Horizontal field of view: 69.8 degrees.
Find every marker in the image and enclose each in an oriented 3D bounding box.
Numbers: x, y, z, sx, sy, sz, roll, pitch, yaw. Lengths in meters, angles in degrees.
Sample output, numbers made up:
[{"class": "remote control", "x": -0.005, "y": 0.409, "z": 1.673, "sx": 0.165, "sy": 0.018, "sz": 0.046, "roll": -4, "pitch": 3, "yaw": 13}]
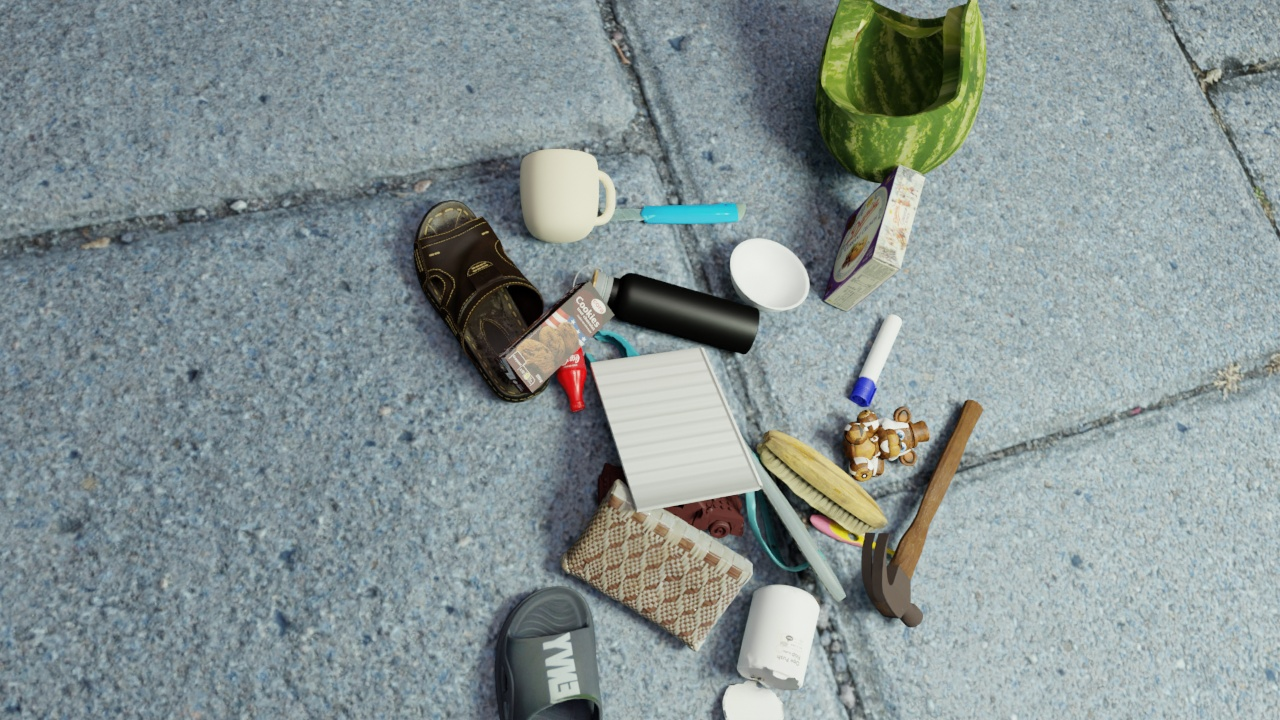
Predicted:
[{"class": "marker", "x": 0.312, "y": -0.001, "z": 1.206, "sx": 0.027, "sy": 0.023, "sz": 0.133, "roll": 40, "pitch": 65, "yaw": -22}]

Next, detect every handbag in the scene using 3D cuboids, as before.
[{"class": "handbag", "x": 0.017, "y": 0.226, "z": 1.013, "sx": 0.186, "sy": 0.047, "sz": 0.124, "roll": 32, "pitch": 109, "yaw": -2}]

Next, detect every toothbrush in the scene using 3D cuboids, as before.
[{"class": "toothbrush", "x": 0.268, "y": 0.219, "z": 1.123, "sx": 0.135, "sy": 0.016, "sz": 0.021, "roll": 24, "pitch": 69, "yaw": -3}]

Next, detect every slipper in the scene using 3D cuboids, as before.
[{"class": "slipper", "x": -0.184, "y": -0.076, "z": 1.077, "sx": 0.112, "sy": 0.076, "sz": 0.267, "roll": -23, "pitch": 78, "yaw": -21}, {"class": "slipper", "x": 0.147, "y": 0.171, "z": 1.080, "sx": 0.055, "sy": 0.098, "sz": 0.268, "roll": -35, "pitch": 71, "yaw": 8}, {"class": "slipper", "x": -0.092, "y": 0.368, "z": 0.943, "sx": 0.110, "sy": 0.083, "sz": 0.267, "roll": 0, "pitch": 72, "yaw": -12}]

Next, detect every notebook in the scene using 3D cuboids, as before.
[{"class": "notebook", "x": 0.037, "y": 0.072, "z": 1.045, "sx": 0.142, "sy": 0.009, "sz": 0.209, "roll": -8, "pitch": 50, "yaw": -14}]

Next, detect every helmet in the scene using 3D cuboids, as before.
[{"class": "helmet", "x": 0.343, "y": -0.358, "z": 1.225, "sx": 0.213, "sy": 0.243, "sz": 0.247, "roll": 13, "pitch": 95, "yaw": 20}]

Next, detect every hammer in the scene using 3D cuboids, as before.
[{"class": "hammer", "x": 0.359, "y": 0.172, "z": 1.133, "sx": 0.115, "sy": 0.033, "sz": 0.322, "roll": 50, "pitch": 57, "yaw": -22}]

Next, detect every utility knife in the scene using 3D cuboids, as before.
[{"class": "utility knife", "x": 0.046, "y": -0.194, "z": 1.210, "sx": 0.205, "sy": 0.015, "sz": 0.031, "roll": -3, "pitch": 71, "yaw": -19}]

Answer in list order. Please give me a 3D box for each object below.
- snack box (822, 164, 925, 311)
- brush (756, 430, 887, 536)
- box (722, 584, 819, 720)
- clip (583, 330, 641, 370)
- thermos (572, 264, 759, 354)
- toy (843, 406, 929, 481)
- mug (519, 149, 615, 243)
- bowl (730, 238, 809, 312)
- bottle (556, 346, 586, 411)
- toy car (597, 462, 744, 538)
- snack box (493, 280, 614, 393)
[{"class": "snack box", "x": 0.302, "y": -0.156, "z": 1.192, "sx": 0.040, "sy": 0.144, "sz": 0.147, "roll": 24, "pitch": 67, "yaw": -6}, {"class": "brush", "x": 0.218, "y": 0.149, "z": 1.098, "sx": 0.195, "sy": 0.043, "sz": 0.059, "roll": 36, "pitch": 23, "yaw": -16}, {"class": "box", "x": 0.146, "y": 0.337, "z": 1.017, "sx": 0.083, "sy": 0.093, "sz": 0.165, "roll": 25, "pitch": 58, "yaw": -9}, {"class": "clip", "x": -0.017, "y": 0.022, "z": 1.115, "sx": 0.127, "sy": 0.028, "sz": 0.113, "roll": 38, "pitch": 65, "yaw": 0}, {"class": "thermos", "x": 0.029, "y": -0.066, "z": 1.136, "sx": 0.231, "sy": 0.061, "sz": 0.061, "roll": 15, "pitch": 68, "yaw": -9}, {"class": "toy", "x": 0.306, "y": 0.101, "z": 1.147, "sx": 0.112, "sy": 0.067, "sz": 0.087, "roll": -11, "pitch": 99, "yaw": -5}, {"class": "mug", "x": -0.088, "y": -0.196, "z": 1.134, "sx": 0.120, "sy": 0.096, "sz": 0.099, "roll": 1, "pitch": 82, "yaw": -19}, {"class": "bowl", "x": 0.159, "y": -0.101, "z": 1.190, "sx": 0.110, "sy": 0.041, "sz": 0.109, "roll": 9, "pitch": 58, "yaw": -15}, {"class": "bottle", "x": -0.085, "y": 0.003, "z": 1.096, "sx": 0.036, "sy": 0.036, "sz": 0.119, "roll": -6, "pitch": 73, "yaw": -16}, {"class": "toy car", "x": 0.039, "y": 0.151, "z": 1.050, "sx": 0.169, "sy": 0.062, "sz": 0.070, "roll": 12, "pitch": 32, "yaw": -10}, {"class": "snack box", "x": -0.098, "y": -0.027, "z": 1.054, "sx": 0.140, "sy": 0.032, "sz": 0.051, "roll": -45, "pitch": 110, "yaw": -26}]
